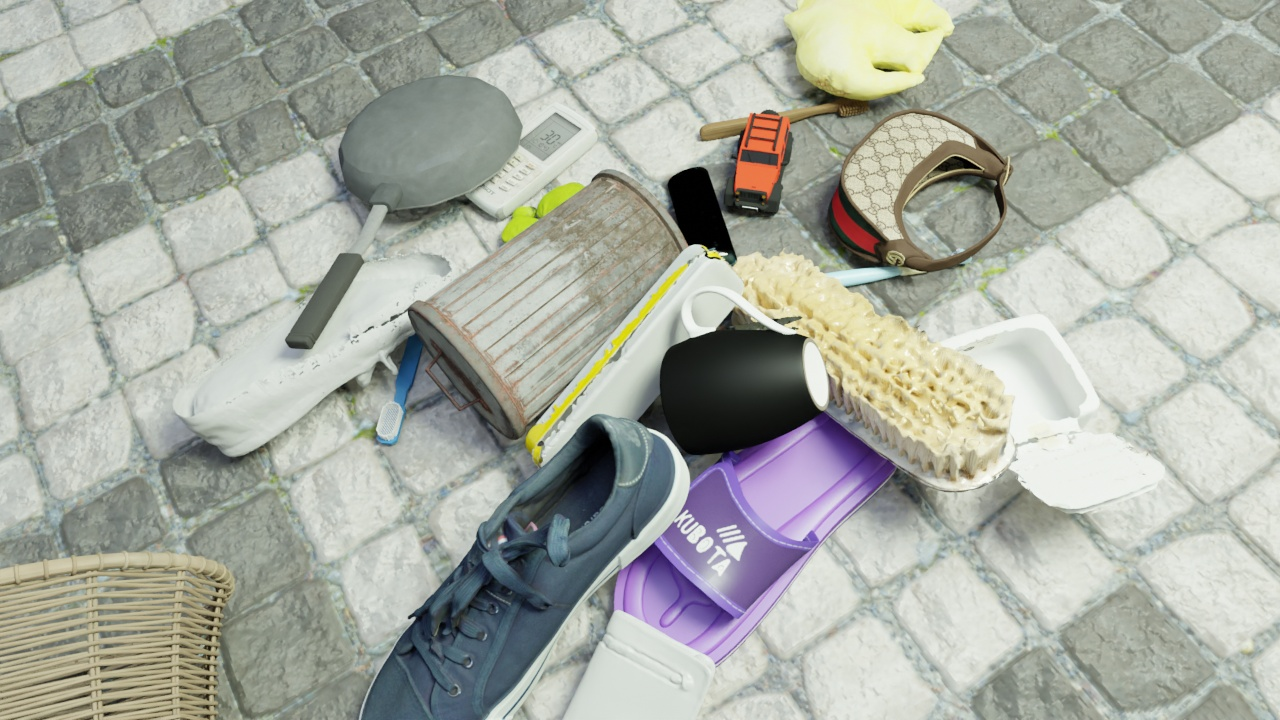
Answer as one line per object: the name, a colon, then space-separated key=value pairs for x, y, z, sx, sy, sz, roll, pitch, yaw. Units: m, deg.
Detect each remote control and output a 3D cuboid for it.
remote control: x=0.051 y=-0.126 z=0.806 sx=0.041 sy=0.020 sz=0.151 roll=-19 pitch=41 yaw=8
remote control: x=-0.106 y=-0.191 z=0.875 sx=0.060 sy=0.025 sz=0.138 roll=38 pitch=70 yaw=23

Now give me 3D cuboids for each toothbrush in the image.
toothbrush: x=0.206 y=-0.077 z=0.789 sx=0.155 sy=0.016 sz=0.022 roll=-10 pitch=17 yaw=-1
toothbrush: x=0.139 y=-0.233 z=0.884 sx=0.167 sy=0.016 sz=0.016 roll=-11 pitch=60 yaw=-2
toothbrush: x=-0.197 y=-0.005 z=0.785 sx=0.016 sy=0.014 sz=0.166 roll=4 pitch=60 yaw=7

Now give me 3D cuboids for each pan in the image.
pan: x=-0.223 y=-0.148 z=0.811 sx=0.179 sy=0.041 sz=0.356 roll=4 pitch=50 yaw=17

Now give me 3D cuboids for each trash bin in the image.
trash bin: x=-0.074 y=-0.042 z=0.729 sx=0.210 sy=0.131 sz=0.131 roll=-40 pitch=65 yaw=-18

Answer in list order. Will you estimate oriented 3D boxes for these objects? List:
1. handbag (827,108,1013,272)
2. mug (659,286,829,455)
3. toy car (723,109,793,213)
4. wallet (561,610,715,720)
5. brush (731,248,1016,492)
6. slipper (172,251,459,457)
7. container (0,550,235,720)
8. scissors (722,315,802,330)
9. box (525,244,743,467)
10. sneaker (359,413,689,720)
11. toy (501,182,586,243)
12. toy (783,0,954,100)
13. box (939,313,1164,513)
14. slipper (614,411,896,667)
handbag: x=0.249 y=-0.147 z=0.801 sx=0.138 sy=0.063 sz=0.166 roll=37 pitch=63 yaw=17
mug: x=0.072 y=0.002 z=0.646 sx=0.100 sy=0.084 sz=0.119 roll=-13 pitch=94 yaw=28
toy car: x=0.109 y=-0.182 z=0.838 sx=0.051 sy=0.049 sz=0.100 roll=11 pitch=62 yaw=11
wallet: x=-0.005 y=0.233 z=0.607 sx=0.086 sy=0.032 sz=0.116 roll=28 pitch=91 yaw=20
brush: x=0.160 y=-0.001 z=0.686 sx=0.083 sy=0.057 sz=0.271 roll=-31 pitch=44 yaw=-15
slipper: x=-0.253 y=-0.008 z=0.756 sx=0.246 sy=0.075 sz=0.112 roll=-37 pitch=56 yaw=-16
container: x=-0.347 y=0.249 z=0.544 sx=0.227 sy=0.227 sz=0.196 roll=-19 pitch=68 yaw=-6
scissors: x=0.056 y=-0.027 z=0.724 sx=0.170 sy=0.012 sz=0.131 roll=-36 pitch=39 yaw=24
box: x=-0.005 y=0.004 z=0.698 sx=0.209 sy=0.064 sz=0.033 roll=-49 pitch=48 yaw=3
sneaker: x=-0.095 y=0.149 z=0.597 sx=0.294 sy=0.127 sz=0.121 roll=-49 pitch=53 yaw=0
toy: x=-0.074 y=-0.126 z=0.831 sx=0.094 sy=0.036 sz=0.093 roll=29 pitch=72 yaw=27
toy: x=0.218 y=-0.319 z=0.897 sx=0.155 sy=0.065 sz=0.170 roll=24 pitch=59 yaw=19
box: x=0.288 y=0.050 z=0.676 sx=0.110 sy=0.083 sz=0.190 roll=-18 pitch=44 yaw=-4
slipper: x=0.085 y=0.107 z=0.656 sx=0.266 sy=0.084 sz=0.107 roll=-39 pitch=64 yaw=-16
